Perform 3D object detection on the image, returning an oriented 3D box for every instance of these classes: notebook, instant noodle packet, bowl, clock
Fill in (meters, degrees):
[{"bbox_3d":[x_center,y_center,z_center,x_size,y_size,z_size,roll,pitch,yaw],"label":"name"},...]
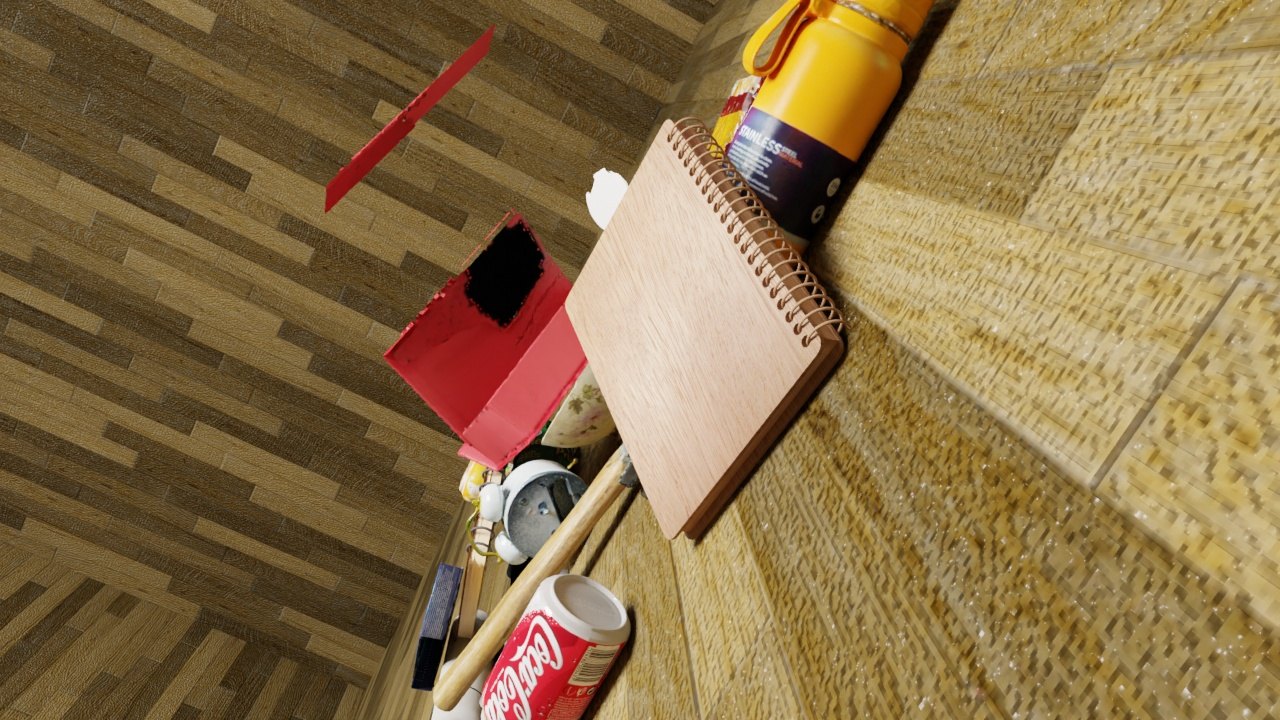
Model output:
[{"bbox_3d":[0.026,-0.027,0.549,0.170,0.022,0.210,-58,41,33],"label":"notebook"},{"bbox_3d":[0.109,-0.258,0.984,0.098,0.039,0.135,-62,11,6],"label":"instant noodle packet"},{"bbox_3d":[-0.025,0.029,0.824,0.145,0.063,0.145,-56,1,2],"label":"bowl"},{"bbox_3d":[-0.099,0.138,0.824,0.117,0.083,0.057,-23,21,-15],"label":"clock"},{"bbox_3d":[-0.162,0.161,0.980,0.225,0.024,0.168,-86,10,-45],"label":"notebook"}]

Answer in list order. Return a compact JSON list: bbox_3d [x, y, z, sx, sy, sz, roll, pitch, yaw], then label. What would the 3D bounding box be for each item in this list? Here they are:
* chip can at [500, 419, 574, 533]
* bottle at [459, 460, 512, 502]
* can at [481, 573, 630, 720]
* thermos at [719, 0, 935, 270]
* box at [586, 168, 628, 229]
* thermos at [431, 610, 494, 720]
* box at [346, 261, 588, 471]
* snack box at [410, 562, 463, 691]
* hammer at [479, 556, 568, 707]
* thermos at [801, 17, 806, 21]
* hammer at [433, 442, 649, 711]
[{"bbox_3d":[-0.113,0.133,1.037,0.075,0.075,0.223,-62,10,11],"label":"chip can"},{"bbox_3d":[-0.168,0.161,1.145,0.063,0.109,0.063,-162,94,-87],"label":"bottle"},{"bbox_3d":[-0.055,0.191,0.576,0.105,0.064,0.064,-61,9,15],"label":"can"},{"bbox_3d":[0.093,-0.135,0.573,0.076,0.091,0.233,42,110,38],"label":"thermos"},{"bbox_3d":[-0.006,-0.133,0.964,0.137,0.143,0.083,-71,-4,-50],"label":"box"},{"bbox_3d":[-0.178,0.323,0.936,0.052,0.052,0.224,-63,9,4],"label":"thermos"},{"bbox_3d":[-0.205,0.006,1.035,0.512,0.141,0.214,-10,40,54],"label":"box"},{"bbox_3d":[-0.214,0.281,0.963,0.151,0.027,0.082,113,168,-48],"label":"snack box"},{"bbox_3d":[-0.120,0.239,0.932,0.127,0.029,0.324,-64,8,-2],"label":"hammer"},{"bbox_3d":[0.153,-0.248,0.634,0.231,0.061,0.061,-62,9,13],"label":"thermos"},{"bbox_3d":[-0.074,0.164,0.750,0.331,0.033,0.132,-54,15,14],"label":"hammer"}]
